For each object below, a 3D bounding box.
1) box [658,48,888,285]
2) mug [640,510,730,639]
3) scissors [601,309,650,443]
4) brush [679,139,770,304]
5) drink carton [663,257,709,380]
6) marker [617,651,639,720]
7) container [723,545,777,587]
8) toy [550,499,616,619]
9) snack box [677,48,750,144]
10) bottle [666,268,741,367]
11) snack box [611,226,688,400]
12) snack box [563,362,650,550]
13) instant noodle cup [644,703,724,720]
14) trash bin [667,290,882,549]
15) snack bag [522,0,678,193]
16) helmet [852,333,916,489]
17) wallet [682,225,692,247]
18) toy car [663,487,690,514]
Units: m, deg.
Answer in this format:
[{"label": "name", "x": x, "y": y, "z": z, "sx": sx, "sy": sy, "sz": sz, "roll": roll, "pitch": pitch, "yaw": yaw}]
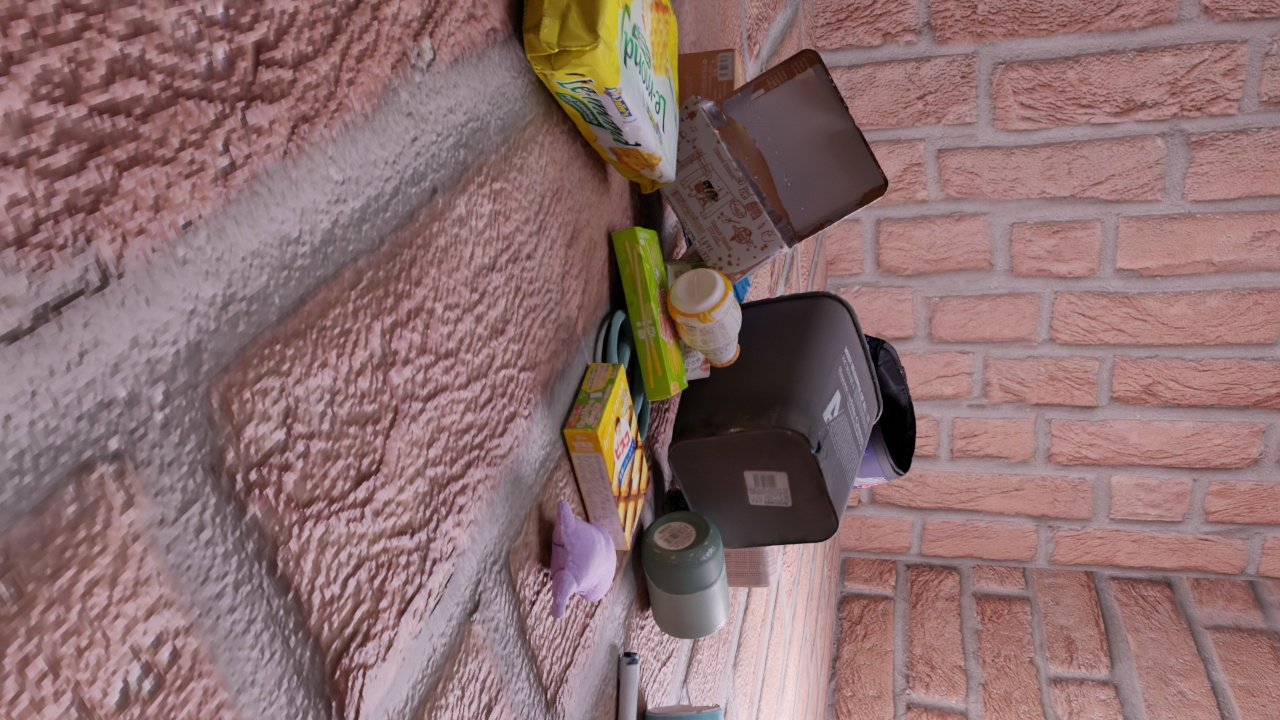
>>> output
[{"label": "box", "x": 0.125, "y": -0.195, "z": 0.914, "sx": 0.180, "sy": 0.218, "sz": 0.157, "roll": 61, "pitch": 8, "yaw": -2}, {"label": "mug", "x": 0.043, "y": 0.206, "z": 0.935, "sx": 0.111, "sy": 0.082, "sz": 0.106, "roll": -106, "pitch": -175, "yaw": -60}, {"label": "scissors", "x": -0.003, "y": 0.008, "z": 0.868, "sx": 0.178, "sy": 0.019, "sz": 0.161, "roll": -62, "pitch": 144, "yaw": -66}, {"label": "brush", "x": 0.108, "y": -0.149, "z": 1.047, "sx": 0.313, "sy": 0.061, "sz": 0.109, "roll": -51, "pitch": 133, "yaw": -32}, {"label": "drink carton", "x": 0.039, "y": -0.042, "z": 0.935, "sx": 0.045, "sy": 0.053, "sz": 0.122, "roll": 24, "pitch": -60, "yaw": 60}, {"label": "marker", "x": -0.014, "y": 0.335, "z": 0.840, "sx": 0.022, "sy": 0.018, "sz": 0.130, "roll": 22, "pitch": 69, "yaw": -62}, {"label": "container", "x": 0.129, "y": 0.238, "z": 1.205, "sx": 0.090, "sy": 0.090, "sz": 0.111, "roll": 24, "pitch": 64, "yaw": -72}, {"label": "toy", "x": -0.043, "y": 0.155, "z": 0.700, "sx": 0.108, "sy": 0.039, "sz": 0.083, "roll": 49, "pitch": 43, "yaw": -69}, {"label": "snack box", "x": 0.081, "y": -0.292, "z": 1.053, "sx": 0.094, "sy": 0.077, "sz": 0.092, "roll": 18, "pitch": 73, "yaw": -72}, {"label": "bottle", "x": 0.066, "y": -0.037, "z": 0.873, "sx": 0.108, "sy": 0.063, "sz": 0.063, "roll": 62, "pitch": 32, "yaw": -50}, {"label": "snack box", "x": 0.011, "y": -0.044, "z": 0.854, "sx": 0.085, "sy": 0.026, "sz": 0.156, "roll": -17, "pitch": 95, "yaw": -75}, {"label": "snack box", "x": -0.026, "y": 0.082, "z": 0.773, "sx": 0.086, "sy": 0.034, "sz": 0.140, "roll": -71, "pitch": 153, "yaw": -50}, {"label": "instant noodle cup", "x": 0.048, "y": 0.407, "z": 0.912, "sx": 0.111, "sy": 0.111, "sz": 0.120, "roll": 42, "pitch": 42, "yaw": -68}, {"label": "trash bin", "x": 0.143, "y": 0.068, "z": 0.988, "sx": 0.199, "sy": 0.199, "sz": 0.219, "roll": 66, "pitch": 29, "yaw": -27}, {"label": "snack bag", "x": -0.023, "y": -0.249, "z": 0.717, "sx": 0.246, "sy": 0.068, "sz": 0.158, "roll": 41, "pitch": 51, "yaw": -69}, {"label": "helmet", "x": 0.268, "y": 0.078, "z": 1.382, "sx": 0.315, "sy": 0.241, "sz": 0.247, "roll": 33, "pitch": 58, "yaw": -57}, {"label": "wallet", "x": 0.072, "y": -0.174, "z": 1.133, "sx": 0.121, "sy": 0.019, "sz": 0.097, "roll": 75, "pitch": 21, "yaw": -46}, {"label": "toy car", "x": 0.049, "y": 0.185, "z": 1.009, "sx": 0.035, "sy": 0.042, "sz": 0.090, "roll": -26, "pitch": 115, "yaw": -73}]
